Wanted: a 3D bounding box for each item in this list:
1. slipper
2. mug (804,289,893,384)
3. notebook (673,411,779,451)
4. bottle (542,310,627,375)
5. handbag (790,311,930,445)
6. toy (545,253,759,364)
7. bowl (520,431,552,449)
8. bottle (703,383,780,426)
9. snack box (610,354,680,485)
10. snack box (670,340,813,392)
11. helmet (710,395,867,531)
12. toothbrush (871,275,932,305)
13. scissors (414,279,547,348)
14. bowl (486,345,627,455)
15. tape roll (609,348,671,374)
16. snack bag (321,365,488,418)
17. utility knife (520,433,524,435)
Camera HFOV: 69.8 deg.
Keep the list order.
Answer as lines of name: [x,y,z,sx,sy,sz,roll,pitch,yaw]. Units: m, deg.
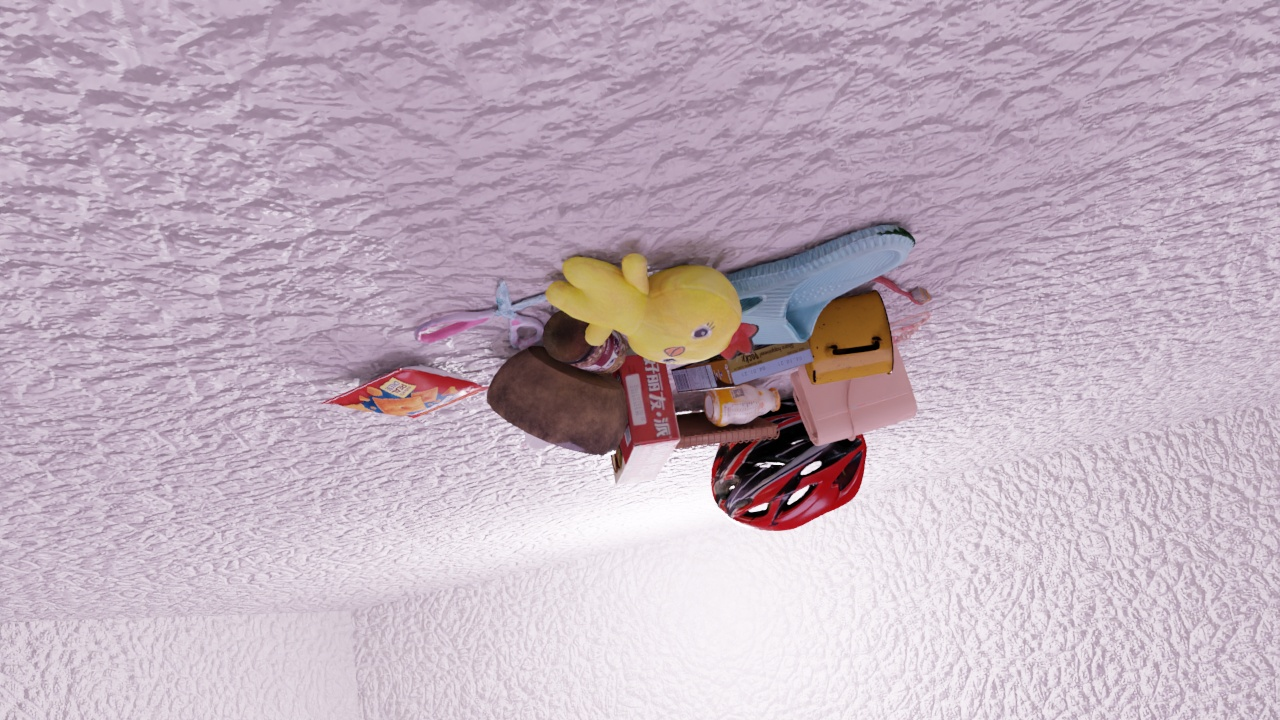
slipper: [0.156,-0.065,0.962,0.277,0.069,0.116,-20,157,26]
mug: [0.236,-0.023,1.064,0.094,0.100,0.123,-10,-169,4]
notebook: [0.085,0.105,1.405,0.210,0.022,0.169,-5,-171,-17]
bottle: [-0.058,-0.018,0.982,0.056,0.056,0.105,-16,167,16]
handbag: [0.293,0.036,1.228,0.198,0.116,0.187,-15,166,-10]
toy: [0.014,-0.052,0.891,0.207,0.092,0.134,9,150,-24]
bowl: [-0.108,0.067,1.215,0.114,0.050,0.115,-27,164,-8]
bottle: [0.152,0.063,1.362,0.108,0.063,0.063,-6,162,-16]
snack box: [-0.004,0.081,1.179,0.060,0.113,0.237,-8,162,-10]
snack box: [0.117,0.006,1.101,0.101,0.031,0.186,-17,-179,-18]
helmet: [0.231,0.163,1.497,0.272,0.217,0.167,-27,126,17]
toothbrush: [0.289,-0.087,1.056,0.016,0.015,0.184,-28,155,36]
scissors: [-0.142,-0.042,0.947,0.171,0.013,0.175,-20,159,15]
bowl: [-0.086,0.039,1.034,0.162,0.070,0.162,23,-170,-4]
tape roll: [-0.007,0.007,1.167,0.094,0.018,0.094,-10,163,-3]
snack bag: [-0.272,0.038,1.071,0.131,0.039,0.144,-21,160,28]
utility knife: [-0.113,0.108,1.429,0.148,0.015,0.022,-5,159,-9]
